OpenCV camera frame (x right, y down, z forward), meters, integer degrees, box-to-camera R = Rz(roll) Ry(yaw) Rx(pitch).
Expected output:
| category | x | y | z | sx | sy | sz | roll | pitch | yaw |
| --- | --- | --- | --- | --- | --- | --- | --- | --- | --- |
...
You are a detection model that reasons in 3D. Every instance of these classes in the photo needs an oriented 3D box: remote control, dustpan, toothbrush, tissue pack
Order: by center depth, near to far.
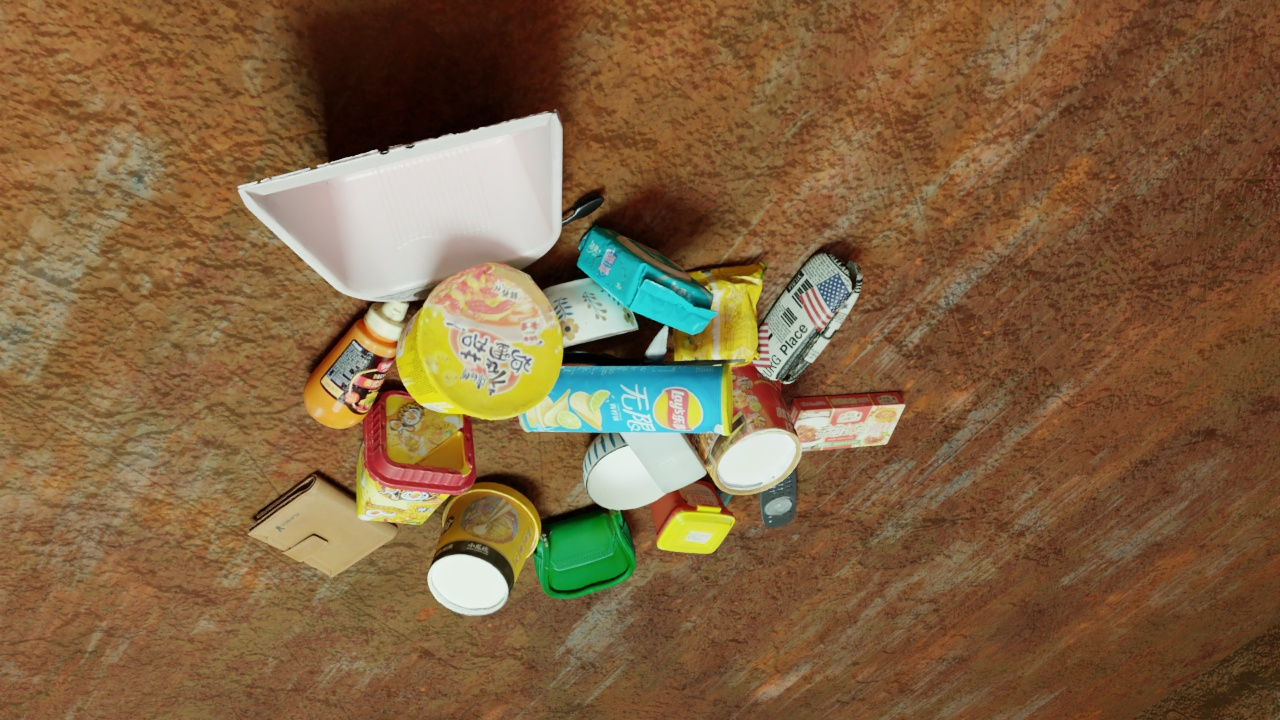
| category | x | y | z | sx | sy | sz | roll | pitch | yaw |
| --- | --- | --- | --- | --- | --- | --- | --- | --- | --- |
| dustpan | -0.160 | -0.105 | 0.741 | 0.222 | 0.273 | 0.139 | -15 | 104 | -3 |
| tissue pack | 0.005 | -0.077 | 0.874 | 0.093 | 0.133 | 0.050 | 20 | 105 | -38 |
| toothbrush | -0.118 | -0.112 | 0.884 | 0.190 | 0.016 | 0.014 | -28 | 138 | 9 |
| remote control | 0.017 | 0.086 | 1.012 | 0.058 | 0.021 | 0.150 | -26 | 124 | 11 |
| remote control | 0.186 | 0.180 | 1.249 | 0.053 | 0.024 | 0.137 | -17 | 135 | -8 |

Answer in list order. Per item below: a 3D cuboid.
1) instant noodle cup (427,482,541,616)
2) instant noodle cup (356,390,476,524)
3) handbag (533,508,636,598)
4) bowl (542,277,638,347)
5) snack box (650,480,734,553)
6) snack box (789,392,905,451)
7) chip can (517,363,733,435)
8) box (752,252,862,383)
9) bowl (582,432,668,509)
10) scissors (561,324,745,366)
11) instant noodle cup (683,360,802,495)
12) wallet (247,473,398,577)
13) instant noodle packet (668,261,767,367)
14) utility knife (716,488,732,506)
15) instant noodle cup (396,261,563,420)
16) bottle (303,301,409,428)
| category | x | y | z | sx | sy | sz | roll | pitch | yaw |
| --- | --- | --- | --- | --- | --- | --- | --- | --- | --- |
| instant noodle cup | -0.184 | 0.222 | 1.063 | 0.118 | 0.114 | 0.119 | 4 | 121 | 6 |
| instant noodle cup | -0.247 | 0.109 | 0.973 | 0.116 | 0.116 | 0.124 | 11 | 137 | -29 |
| handbag | -0.074 | 0.240 | 1.176 | 0.131 | 0.068 | 0.120 | -17 | 133 | -6 |
| bowl | -0.063 | -0.047 | 0.913 | 0.113 | 0.113 | 0.062 | -12 | 90 | -10 |
| snack box | 0.063 | 0.196 | 1.180 | 0.091 | 0.080 | 0.082 | 10 | 127 | -28 |
| snack box | 0.260 | 0.080 | 1.185 | 0.152 | 0.025 | 0.075 | -2 | 131 | -18 |
| chip can | -0.014 | 0.040 | 0.926 | 0.210 | 0.071 | 0.071 | -1 | 135 | 11 |
| box | 0.177 | -0.046 | 1.015 | 0.082 | 0.075 | 0.164 | 22 | 123 | -22 |
| bowl | -0.015 | 0.115 | 1.087 | 0.116 | 0.066 | 0.117 | -9 | 132 | -11 |
| scissors | -0.004 | 0.007 | 0.971 | 0.221 | 0.021 | 0.234 | 3 | 158 | 2 |
| instant noodle cup | 0.122 | 0.083 | 1.079 | 0.137 | 0.108 | 0.138 | -11 | 133 | -12 |
| wallet | -0.363 | 0.192 | 1.054 | 0.108 | 0.031 | 0.132 | -34 | 132 | 9 |
| instant noodle packet | 0.080 | -0.046 | 0.993 | 0.110 | 0.044 | 0.129 | -10 | 131 | -10 |
| utility knife | 0.116 | 0.167 | 1.219 | 0.029 | 0.013 | 0.167 | 5 | 128 | -26 |
| instant noodle cup | -0.156 | -0.009 | 0.847 | 0.138 | 0.138 | 0.110 | 14 | 165 | -30 |
| bottle | -0.269 | -0.004 | 0.894 | 0.066 | 0.066 | 0.150 | 25 | 112 | -36 |
